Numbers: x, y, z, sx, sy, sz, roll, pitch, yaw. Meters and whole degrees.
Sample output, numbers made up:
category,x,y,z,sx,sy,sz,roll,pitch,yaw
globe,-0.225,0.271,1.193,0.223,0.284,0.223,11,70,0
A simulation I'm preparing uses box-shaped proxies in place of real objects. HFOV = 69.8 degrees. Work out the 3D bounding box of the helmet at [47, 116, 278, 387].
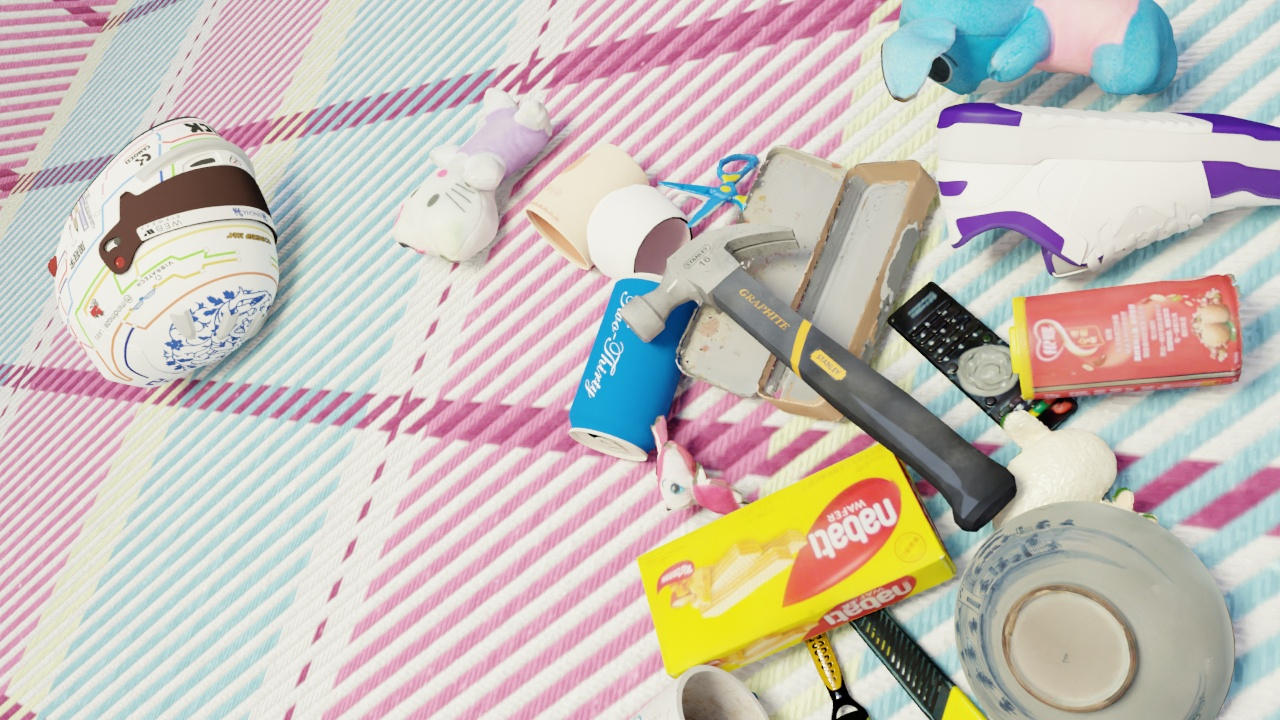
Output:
category,x,y,z,sx,sy,sz,roll,pitch,yaw
helmet,-0.575,-0.116,1.151,0.315,0.230,0.236,-45,80,12

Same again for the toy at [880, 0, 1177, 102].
category,x,y,z,sx,sy,sz,roll,pitch,yaw
toy,0.270,-0.226,0.645,0.191,0.099,0.223,23,35,27

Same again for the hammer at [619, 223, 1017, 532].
category,x,y,z,sx,sy,sz,roll,pitch,yaw
hammer,0.122,0.006,0.642,0.139,0.035,0.312,-42,52,-3

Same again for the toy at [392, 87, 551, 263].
category,x,y,z,sx,sy,sz,roll,pitch,yaw
toy,-0.184,-0.198,1.013,0.138,0.085,0.209,31,84,44

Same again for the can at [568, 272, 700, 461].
category,x,y,z,sx,sy,sz,roll,pitch,yaw
can,-0.005,0.005,0.775,0.079,0.079,0.146,6,69,38

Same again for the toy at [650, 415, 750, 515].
category,x,y,z,sx,sy,sz,roll,pitch,yaw
toy,0.036,0.093,0.705,0.050,0.065,0.102,-39,42,-20

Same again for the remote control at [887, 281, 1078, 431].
category,x,y,z,sx,sy,sz,roll,pitch,yaw
remote control,0.237,0.002,0.644,0.045,0.021,0.140,-42,53,5

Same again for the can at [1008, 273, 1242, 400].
category,x,y,z,sx,sy,sz,roll,pitch,yaw
can,0.296,-0.013,0.567,0.125,0.066,0.066,-6,62,23

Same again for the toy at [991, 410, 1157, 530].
category,x,y,z,sx,sy,sz,roll,pitch,yaw
toy,0.257,0.082,0.565,0.112,0.050,0.087,35,92,29

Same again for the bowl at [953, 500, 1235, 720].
category,x,y,z,sx,sy,sz,roll,pitch,yaw
bowl,0.239,0.155,0.506,0.151,0.056,0.150,-4,83,35

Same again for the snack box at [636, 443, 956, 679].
category,x,y,z,sx,sy,sz,roll,pitch,yaw
snack box,0.100,0.141,0.626,0.201,0.042,0.092,-28,50,14

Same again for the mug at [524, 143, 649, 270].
category,x,y,z,sx,sy,sz,roll,pitch,yaw
mug,-0.052,-0.155,0.905,0.104,0.085,0.111,-48,18,-8

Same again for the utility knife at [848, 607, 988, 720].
category,x,y,z,sx,sy,sz,roll,pitch,yaw
utility knife,0.163,0.183,0.597,0.029,0.020,0.233,-42,49,3

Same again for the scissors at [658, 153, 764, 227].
category,x,y,z,sx,sy,sz,roll,pitch,yaw
scissors,0.080,-0.146,0.812,0.131,0.014,0.125,26,51,25

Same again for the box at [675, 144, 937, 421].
category,x,y,z,sx,sy,sz,roll,pitch,yaw
box,0.131,-0.067,0.730,0.157,0.071,0.216,19,77,23

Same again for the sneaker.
category,x,y,z,sx,sy,sz,roll,pitch,yaw
sneaker,0.315,-0.104,0.600,0.244,0.091,0.111,9,112,18

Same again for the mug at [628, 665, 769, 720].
category,x,y,z,sx,sy,sz,roll,pitch,yaw
mug,0.016,0.260,0.579,0.097,0.119,0.083,-49,65,26

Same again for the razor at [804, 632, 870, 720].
category,x,y,z,sx,sy,sz,roll,pitch,yaw
razor,0.123,0.199,0.616,0.044,0.021,0.144,-25,53,6

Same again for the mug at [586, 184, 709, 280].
category,x,y,z,sx,sy,sz,roll,pitch,yaw
mug,0.008,-0.123,0.838,0.123,0.090,0.076,-38,53,-20

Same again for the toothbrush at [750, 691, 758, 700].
category,x,y,z,sx,sy,sz,roll,pitch,yaw
toothbrush,0.067,0.289,0.611,0.021,0.016,0.132,-18,55,45
